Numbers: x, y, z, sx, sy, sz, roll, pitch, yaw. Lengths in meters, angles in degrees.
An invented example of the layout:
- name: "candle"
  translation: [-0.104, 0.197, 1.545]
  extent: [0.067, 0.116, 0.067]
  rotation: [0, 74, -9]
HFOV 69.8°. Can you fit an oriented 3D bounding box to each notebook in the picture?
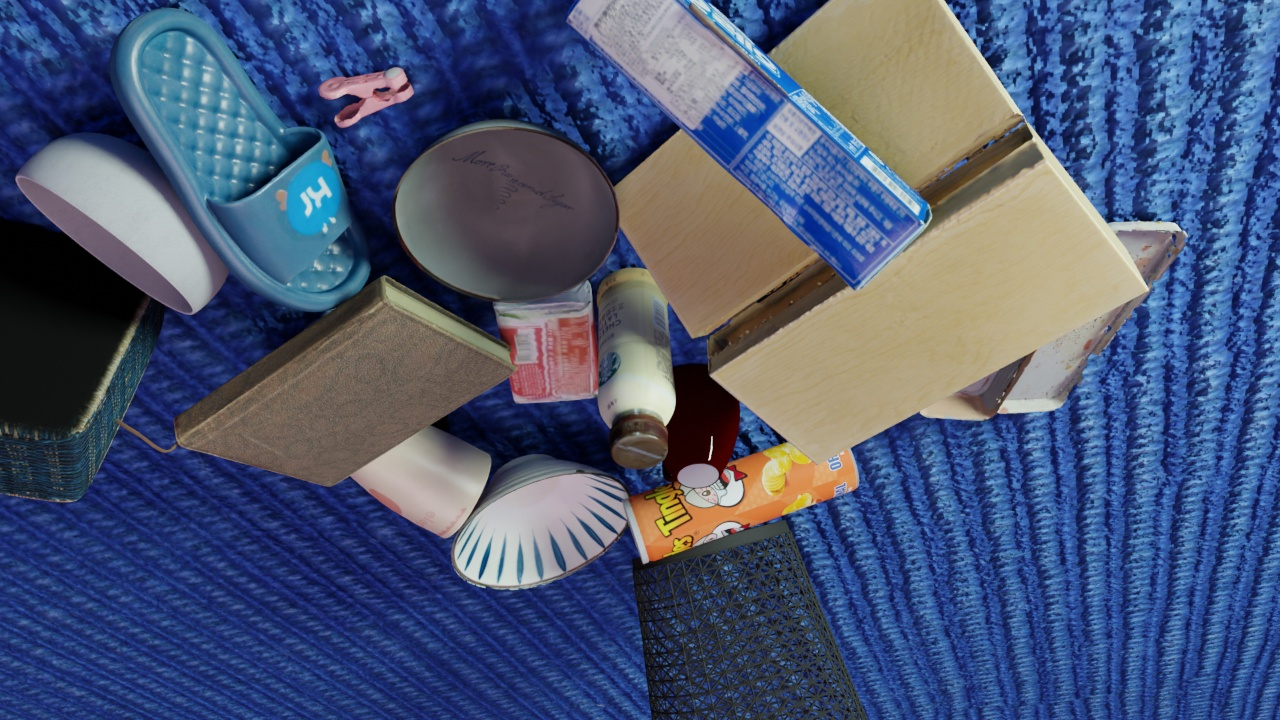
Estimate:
- name: "notebook"
  translation: [-0.229, 0.019, 0.672]
  extent: [0.216, 0.034, 0.190]
  rotation: [-30, 149, 19]

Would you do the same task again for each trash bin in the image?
- name: "trash bin"
  translation: [0.099, 0.298, 0.909]
  extent: [0.217, 0.243, 0.217]
  rotation: [-14, 169, -3]

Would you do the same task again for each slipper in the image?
- name: "slipper"
  translation: [-0.239, -0.116, 0.575]
  extent: [0.059, 0.103, 0.214]
  rotation: [1, 139, 31]

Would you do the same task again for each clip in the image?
- name: "clip"
  translation: [-0.172, -0.166, 0.586]
  extent: [0.058, 0.022, 0.035]
  rotation: [-12, 133, 8]

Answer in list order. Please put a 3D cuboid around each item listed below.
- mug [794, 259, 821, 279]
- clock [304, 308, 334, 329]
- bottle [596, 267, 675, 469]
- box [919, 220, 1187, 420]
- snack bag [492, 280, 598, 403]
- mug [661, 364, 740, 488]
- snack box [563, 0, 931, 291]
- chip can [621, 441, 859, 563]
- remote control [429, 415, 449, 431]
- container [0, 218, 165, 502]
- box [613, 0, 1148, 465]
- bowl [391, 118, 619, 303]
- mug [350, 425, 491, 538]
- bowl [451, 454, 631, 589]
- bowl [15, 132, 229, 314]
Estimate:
- name: "mug"
  translation: [0.145, -0.014, 0.706]
  extent: [0.081, 0.122, 0.097]
  rotation: [-1, 140, -48]
- name: "clock"
  translation: [-0.231, -0.001, 0.742]
  extent: [0.088, 0.051, 0.125]
  rotation: [31, 127, -32]
- name: "bottle"
  translation: [-0.004, 0.004, 0.677]
  extent: [0.056, 0.161, 0.057]
  rotation: [-1, 138, -1]
- name: "box"
  translation: [0.329, -0.027, 0.755]
  extent: [0.148, 0.042, 0.217]
  rotation: [6, 137, -3]
- name: "snack bag"
  translation: [-0.074, -0.013, 0.748]
  extent: [0.077, 0.036, 0.116]
  rotation: [-4, 138, 0]
- name: "mug"
  translation: [0.042, 0.073, 0.810]
  extent: [0.087, 0.088, 0.114]
  rotation: [12, 136, -16]
- name: "snack box"
  translation: [0.062, -0.138, 0.517]
  extent: [0.226, 0.059, 0.060]
  rotation: [43, 119, 0]
- name: "chip can"
  translation: [0.092, 0.124, 0.850]
  extent: [0.210, 0.062, 0.062]
  rotation: [-18, 138, -5]
- name: "remote control"
  translation: [-0.238, 0.058, 0.837]
  extent: [0.125, 0.010, 0.039]
  rotation: [-4, 138, 2]
- name: "container"
  translation: [-0.426, -0.008, 0.624]
  extent: [0.145, 0.187, 0.071]
  rotation: [14, 132, -17]
- name: "box"
  translation: [0.137, -0.078, 0.593]
  extent: [0.248, 0.096, 0.261]
  rotation: [-35, 96, 30]
- name: "bowl"
  translation: [-0.090, -0.110, 0.625]
  extent: [0.150, 0.056, 0.151]
  rotation: [-2, 138, -2]
- name: "mug"
  translation: [-0.206, 0.098, 0.824]
  extent: [0.104, 0.085, 0.112]
  rotation: [34, 156, -22]
- name: "bowl"
  translation: [-0.100, 0.139, 0.875]
  extent: [0.177, 0.070, 0.178]
  rotation: [-16, 140, -14]
- name: "bowl"
  translation: [-0.326, -0.096, 0.602]
  extent: [0.132, 0.064, 0.132]
  rotation: [29, 158, 13]
